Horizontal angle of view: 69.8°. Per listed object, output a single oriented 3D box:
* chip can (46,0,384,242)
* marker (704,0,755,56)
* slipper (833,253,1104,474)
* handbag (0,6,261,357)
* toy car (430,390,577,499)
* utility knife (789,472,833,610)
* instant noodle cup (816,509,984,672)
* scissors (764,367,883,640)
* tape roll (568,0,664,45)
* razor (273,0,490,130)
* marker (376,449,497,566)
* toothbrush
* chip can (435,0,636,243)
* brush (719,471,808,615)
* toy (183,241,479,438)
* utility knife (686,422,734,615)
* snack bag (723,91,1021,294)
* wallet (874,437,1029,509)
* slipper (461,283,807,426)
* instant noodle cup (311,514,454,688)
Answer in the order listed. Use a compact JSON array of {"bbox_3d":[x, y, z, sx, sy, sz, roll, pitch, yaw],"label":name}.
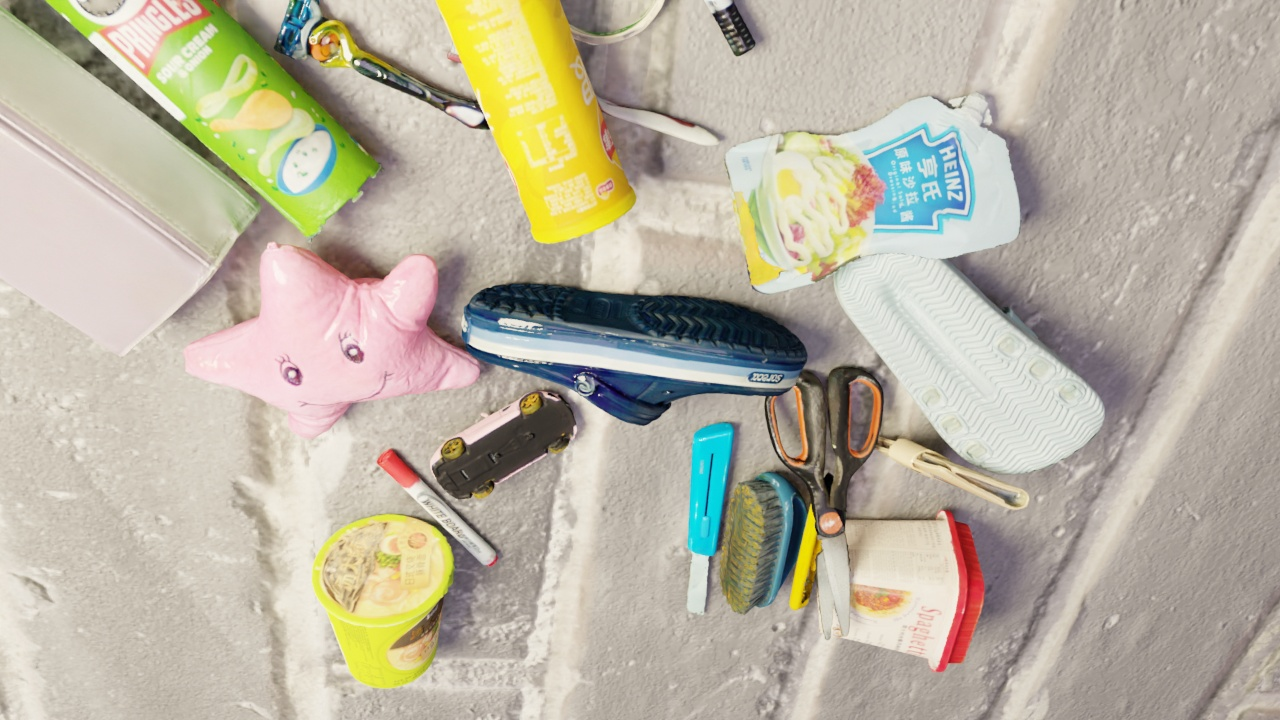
[{"bbox_3d":[-0.264,-0.178,0.547,0.072,0.072,0.236,-35,120,15],"label":"chip can"},{"bbox_3d":[0.033,-0.246,0.562,0.018,0.022,0.131,-35,117,3],"label":"marker"},{"bbox_3d":[0.244,-0.007,0.704,0.245,0.074,0.104,43,111,-9],"label":"slipper"},{"bbox_3d":[-0.361,-0.107,0.566,0.145,0.098,0.197,-30,122,32],"label":"handbag"},{"bbox_3d":[-0.110,0.066,0.737,0.122,0.037,0.056,-30,124,-1],"label":"toy car"},{"bbox_3d":[0.152,0.164,0.805,0.033,0.015,0.157,-28,134,-41],"label":"utility knife"},{"bbox_3d":[0.224,0.197,0.812,0.124,0.116,0.116,7,122,5],"label":"instant noodle cup"},{"bbox_3d":[0.169,0.116,0.748,0.152,0.021,0.234,-28,97,-1],"label":"scissors"},{"bbox_3d":[-0.025,-0.239,0.563,0.086,0.013,0.086,-2,123,-4],"label":"tape roll"},{"bbox_3d":[-0.158,-0.181,0.584,0.142,0.022,0.043,24,119,-19],"label":"razor"},{"bbox_3d":[-0.170,0.128,0.780,0.017,0.017,0.145,-30,120,13],"label":"marker"},{"bbox_3d":[-0.034,-0.175,0.603,0.187,0.016,0.017,15,110,-14],"label":"toothbrush"},{"bbox_3d":[-0.071,-0.179,0.547,0.072,0.072,0.213,-19,115,7],"label":"chip can"},{"bbox_3d":[0.112,0.158,0.806,0.073,0.055,0.144,-13,126,-25],"label":"brush"},{"bbox_3d":[-0.225,-0.016,0.646,0.194,0.074,0.179,-16,136,2],"label":"toy"},{"bbox_3d":[0.057,0.149,0.815,0.034,0.018,0.225,-1,124,-5],"label":"utility knife"},{"bbox_3d":[0.160,-0.115,0.633,0.191,0.039,0.110,-12,88,5],"label":"snack bag"},{"bbox_3d":[0.241,0.086,0.739,0.087,0.115,0.024,20,92,-18],"label":"wallet"},{"bbox_3d":[-0.004,0.004,0.664,0.252,0.105,0.095,7,114,-7],"label":"slipper"},{"bbox_3d":[-0.215,0.213,0.784,0.111,0.111,0.124,3,130,-7],"label":"instant noodle cup"}]
